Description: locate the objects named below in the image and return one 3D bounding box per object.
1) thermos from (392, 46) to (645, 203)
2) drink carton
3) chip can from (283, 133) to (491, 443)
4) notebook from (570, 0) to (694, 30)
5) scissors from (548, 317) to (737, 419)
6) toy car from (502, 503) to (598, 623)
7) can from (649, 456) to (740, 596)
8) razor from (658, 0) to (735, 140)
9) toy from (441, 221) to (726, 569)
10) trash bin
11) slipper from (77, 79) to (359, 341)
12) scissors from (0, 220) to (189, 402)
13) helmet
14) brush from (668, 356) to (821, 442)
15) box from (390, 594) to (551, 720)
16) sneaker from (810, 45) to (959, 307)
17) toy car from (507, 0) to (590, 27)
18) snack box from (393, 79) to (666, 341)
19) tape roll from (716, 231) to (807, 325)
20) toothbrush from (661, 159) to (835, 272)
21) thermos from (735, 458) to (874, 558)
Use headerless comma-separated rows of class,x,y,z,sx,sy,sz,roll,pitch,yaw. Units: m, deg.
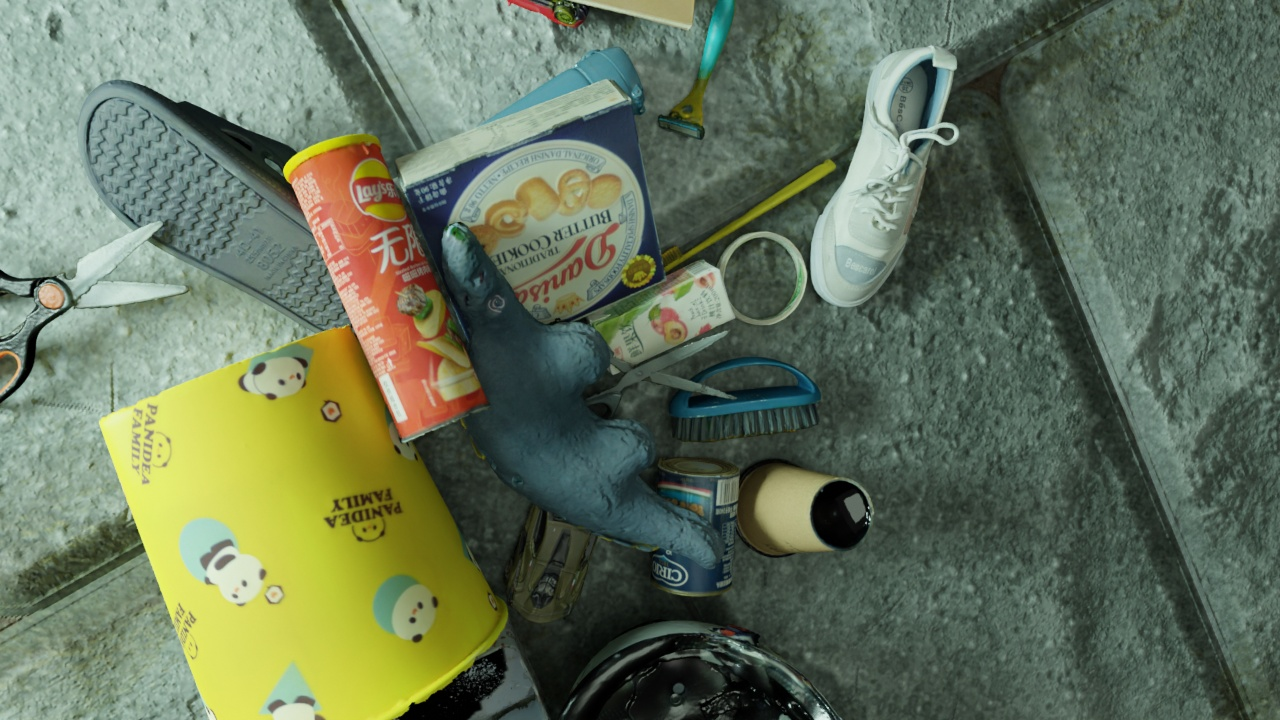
thermos,-0.095,-0.181,0.757,0.220,0.070,0.070,-35,104,-8
drink carton,0.016,-0.040,0.810,0.122,0.045,0.053,-25,115,-7
chip can,-0.181,-0.051,0.661,0.073,0.073,0.216,-23,90,-10
notebook,-0.052,-0.363,0.750,0.211,0.012,0.149,9,79,-14
scissors,-0.006,0.008,0.780,0.182,0.014,0.159,-36,117,28
toy car,-0.072,0.157,0.820,0.070,0.042,0.158,17,91,-16
can,0.049,0.146,0.828,0.075,0.075,0.111,2,97,-14
razor,0.057,-0.261,0.799,0.043,0.028,0.132,21,96,16
toy,-0.070,0.050,0.743,0.138,0.091,0.356,-23,113,29
trash bin,-0.253,0.124,0.685,0.229,0.230,0.255,-23,97,-10
slipper,-0.296,-0.113,0.713,0.111,0.083,0.268,-36,122,25
scissors,-0.450,-0.035,0.688,0.224,0.021,0.205,16,104,-2
helmet,0.049,0.332,0.813,0.274,0.157,0.230,31,92,-9
brush,0.095,0.034,0.834,0.143,0.055,0.073,-5,100,-12
box,-0.155,0.356,0.807,0.177,0.082,0.261,-23,115,-9
sneaker,0.226,-0.162,0.821,0.089,0.091,0.242,15,94,-14
toy car,-0.091,-0.311,0.753,0.106,0.031,0.049,16,76,-14
snack box,-0.079,-0.107,0.734,0.177,0.045,0.183,-24,134,-10
tape roll,0.111,-0.076,0.845,0.085,0.014,0.086,-2,98,-13
toothbrush,0.096,-0.133,0.832,0.190,0.016,0.016,-32,97,-7
thermos,0.144,0.135,0.821,0.093,0.143,0.093,2,84,-18
